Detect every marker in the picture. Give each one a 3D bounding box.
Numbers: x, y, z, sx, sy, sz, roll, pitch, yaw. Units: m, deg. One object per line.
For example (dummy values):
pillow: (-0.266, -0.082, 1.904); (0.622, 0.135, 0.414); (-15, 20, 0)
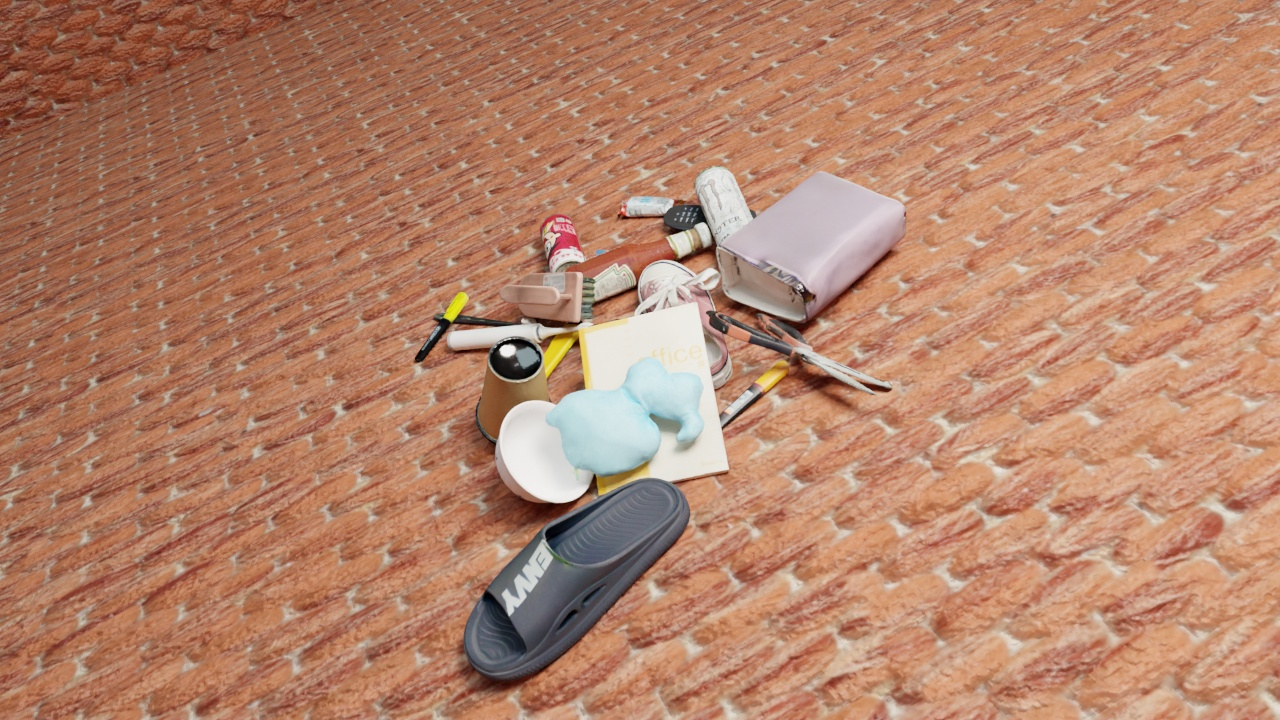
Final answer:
marker: (-0.277, -0.047, 1.278); (0.018, 0.015, 0.123); (8, 55, 37)
marker: (0.122, 0.042, 1.035); (0.123, 0.015, 0.018); (-39, 42, -19)

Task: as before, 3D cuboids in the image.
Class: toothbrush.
toothbrush: (-0.217, -0.056, 1.276); (0.181, 0.018, 0.015); (6, 53, 29)
toothbrush: (-0.157, -0.034, 1.202); (0.221, 0.026, 0.026); (-5, -2, 25)

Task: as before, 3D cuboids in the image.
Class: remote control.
remote control: (0.099, -0.198, 1.306); (0.137, 0.024, 0.053); (8, 51, 24)

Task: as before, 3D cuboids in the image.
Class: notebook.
notebook: (0.011, 0.040, 1.021); (0.146, 0.010, 0.206); (-12, 64, 8)

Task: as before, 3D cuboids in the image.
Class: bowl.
bowl: (-0.116, 0.110, 0.999); (0.065, 0.118, 0.118); (-37, 24, 42)

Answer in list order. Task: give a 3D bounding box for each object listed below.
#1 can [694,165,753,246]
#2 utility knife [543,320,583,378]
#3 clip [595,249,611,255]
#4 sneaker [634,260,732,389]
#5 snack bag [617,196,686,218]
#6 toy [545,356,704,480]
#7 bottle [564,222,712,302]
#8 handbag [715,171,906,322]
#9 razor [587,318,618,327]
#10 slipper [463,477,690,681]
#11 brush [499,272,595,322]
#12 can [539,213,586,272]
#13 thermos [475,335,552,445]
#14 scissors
can: (0.119, -0.195, 1.243); (0.058, 0.058, 0.146); (-18, 56, 1)
utility knife: (-0.120, 0.006, 1.168); (0.033, 0.015, 0.177); (5, 46, 37)
clip: (-0.034, -0.149, 1.309); (0.058, 0.044, 0.027); (-16, 39, -5)
sneaker: (0.049, -0.065, 1.126); (0.118, 0.088, 0.240); (-19, 41, 0)
snack bag: (0.014, -0.230, 1.374); (0.105, 0.026, 0.045); (3, 36, 23)
toy: (-0.017, 0.065, 0.983); (0.161, 0.050, 0.156); (23, 77, 12)
bottle: (-0.001, -0.135, 1.249); (0.206, 0.060, 0.059); (-23, 40, -5)
handbag: (0.213, -0.137, 1.137); (0.196, 0.098, 0.145); (-39, 42, -24)
razor: (-0.007, 0.006, 1.096); (0.067, 0.062, 0.167); (-53, 49, 6)
slipper: (-0.068, 0.189, 0.891); (0.267, 0.083, 0.111); (-37, 41, -22)
brush: (-0.123, -0.084, 1.194); (0.073, 0.063, 0.146); (0, 5, -39)
can: (-0.110, -0.157, 1.318); (0.053, 0.053, 0.132); (-19, 40, 0)
thermos: (-0.144, 0.037, 1.049); (0.093, 0.143, 0.092); (3, 56, -5)
scissors: (0.174, -0.014, 1.034); (0.189, 0.015, 0.224); (13, 18, -16)
